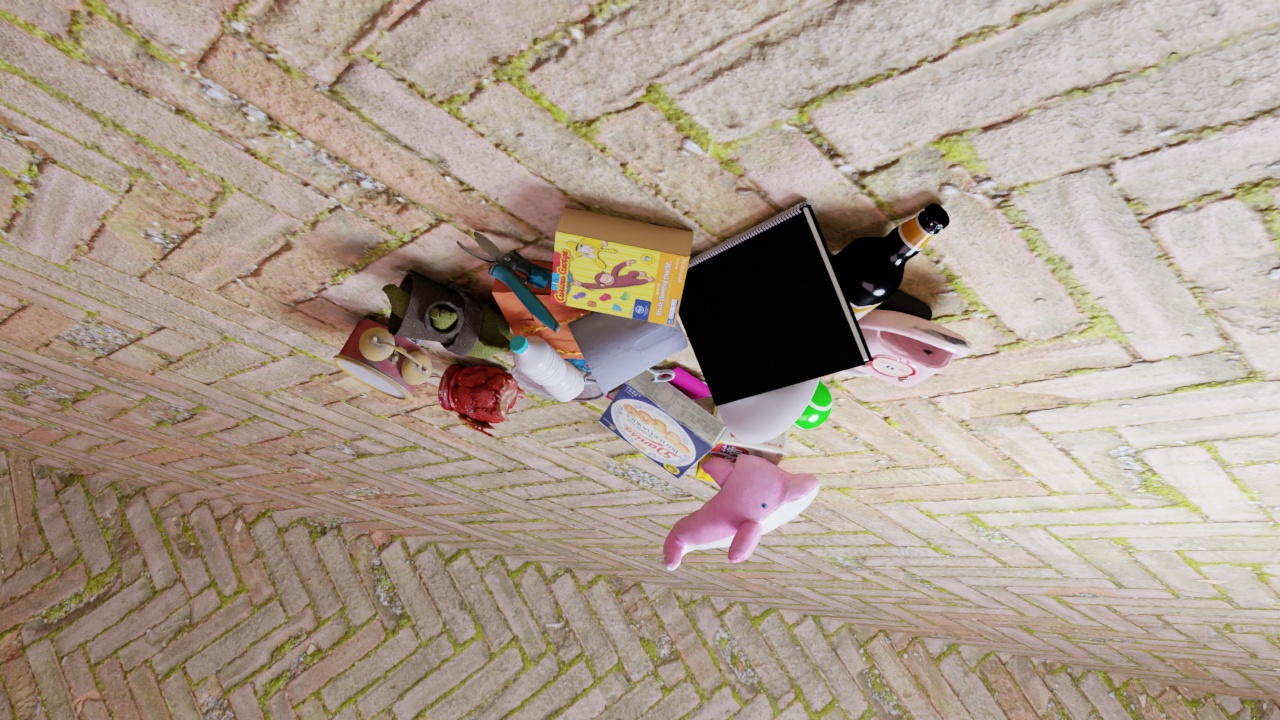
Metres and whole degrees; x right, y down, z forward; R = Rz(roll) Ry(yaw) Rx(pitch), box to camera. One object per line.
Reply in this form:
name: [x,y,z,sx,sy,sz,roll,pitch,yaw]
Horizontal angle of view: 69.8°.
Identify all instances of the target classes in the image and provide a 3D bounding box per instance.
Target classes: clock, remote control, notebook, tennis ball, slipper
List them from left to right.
clock: [-0.338,-0.008,1.238,0.117,0.081,0.159,35,160,-24]
notebook: [0.111,-0.045,0.868,0.016,0.149,0.207,-23,-179,-36]
tennis ball: [0.205,0.053,1.139,0.065,0.065,0.065,10,159,4]
remote control: [0.224,-0.067,0.899,0.146,0.015,0.033,22,156,-24]
slipper: [0.248,-0.009,0.952,0.106,0.055,0.222,21,168,-12]

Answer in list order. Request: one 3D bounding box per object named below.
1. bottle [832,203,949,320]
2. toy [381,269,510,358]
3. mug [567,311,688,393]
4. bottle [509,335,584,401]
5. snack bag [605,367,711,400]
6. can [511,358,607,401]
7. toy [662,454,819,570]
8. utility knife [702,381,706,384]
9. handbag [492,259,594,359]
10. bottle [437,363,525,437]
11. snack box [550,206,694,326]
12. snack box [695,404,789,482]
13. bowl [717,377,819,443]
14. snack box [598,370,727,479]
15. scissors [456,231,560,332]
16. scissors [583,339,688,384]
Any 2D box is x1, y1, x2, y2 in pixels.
bottle: [0.200,-0.077,0.816,0.059,0.059,0.182,21,142,-23]
toy: [-0.227,-0.052,1.079,0.152,0.078,0.179,17,-178,-25]
mug: [-0.014,-0.026,0.990,0.104,0.084,0.124,-28,-177,-1]
bottle: [-0.110,0.006,1.053,0.044,0.044,0.136,2,159,23]
snack bag: [0.024,0.047,1.270,0.070,0.016,0.197,33,153,-21]
can: [-0.103,0.010,1.217,0.130,0.044,0.130,10,158,4]
toy: [0.127,0.200,1.311,0.266,0.186,0.128,-33,96,32]
utility knife: [0.114,0.042,1.227,0.165,0.015,0.022,16,153,-4]
handbag: [-0.096,-0.049,1.055,0.109,0.060,0.172,4,158,8]
bottle: [-0.228,0.055,1.327,0.111,0.098,0.099,10,159,17]
snack box: [-0.019,-0.090,0.889,0.126,0.040,0.088,11,135,1]
snack box: [0.147,0.130,1.365,0.110,0.061,0.231,11,159,2]
bowl: [0.123,0.010,0.961,0.043,0.149,0.150,25,155,-29]
snack box: [0.028,0.086,1.252,0.144,0.042,0.145,36,149,1]
scissors: [-0.114,-0.079,0.930,0.155,0.124,0.019,14,131,-21]
scissors: [-0.009,0.006,1.138,0.175,0.014,0.141,-21,152,20]
